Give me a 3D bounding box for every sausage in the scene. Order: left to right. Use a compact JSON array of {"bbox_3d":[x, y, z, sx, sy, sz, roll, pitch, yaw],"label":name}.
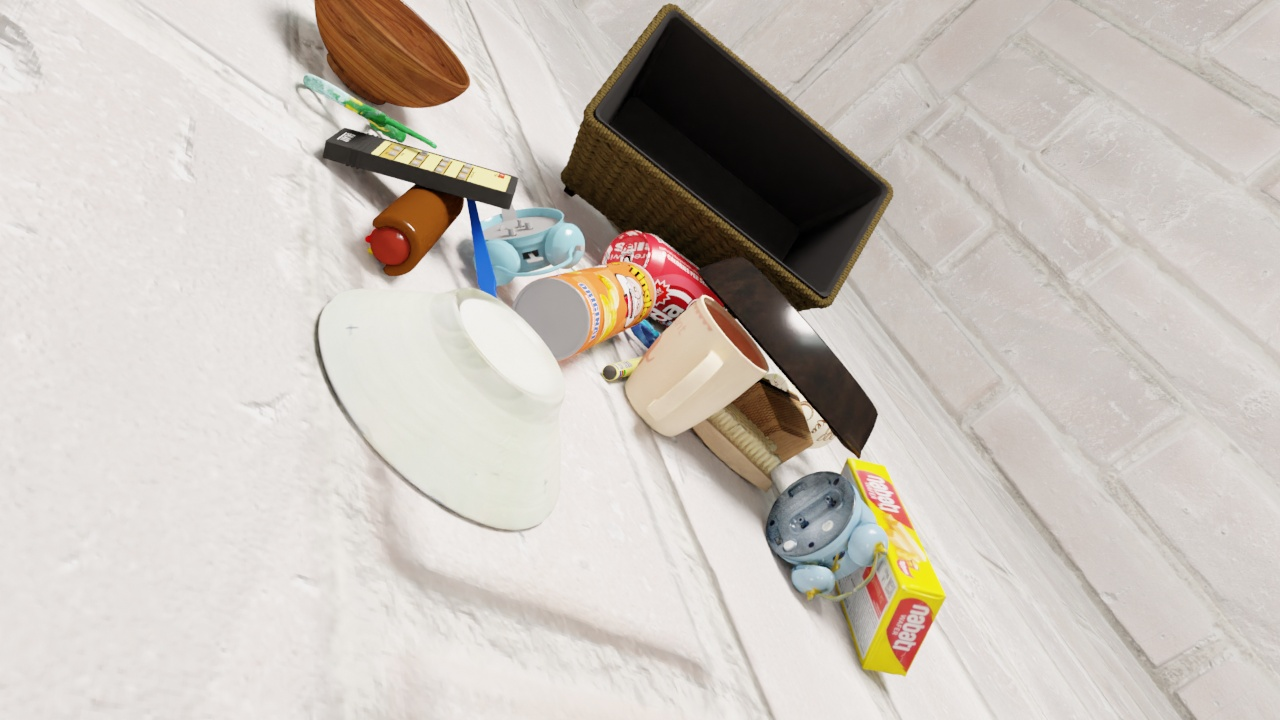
[{"bbox_3d":[-0.157,-0.099,0.646,0.040,0.040,0.155,43,17,-15],"label":"sausage"}]

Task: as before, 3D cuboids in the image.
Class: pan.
[{"bbox_3d":[0.172,0.015,0.912,0.248,0.043,0.356,53,7,37],"label":"pan"}]

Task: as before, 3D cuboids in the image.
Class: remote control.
[{"bbox_3d":[-0.157,-0.140,0.668,0.133,0.013,0.058,14,22,-10],"label":"remote control"}]

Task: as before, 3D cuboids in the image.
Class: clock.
[{"bbox_3d":[-0.089,-0.090,0.712,0.123,0.087,0.042,-130,-153,-59],"label":"clock"},{"bbox_3d":[0.161,0.152,0.787,0.051,0.089,0.124,46,14,-29],"label":"clock"}]

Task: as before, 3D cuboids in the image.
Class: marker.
[{"bbox_3d":[-0.005,0.005,0.828,0.014,0.014,0.132,51,17,8],"label":"marker"}]

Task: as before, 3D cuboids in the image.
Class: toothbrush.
[{"bbox_3d":[-0.116,-0.076,0.669,0.011,0.016,0.186,75,-1,-61],"label":"toothbrush"}]

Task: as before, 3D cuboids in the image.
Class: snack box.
[{"bbox_3d":[0.212,0.179,0.833,0.042,0.092,0.200,12,25,-7],"label":"snack box"}]

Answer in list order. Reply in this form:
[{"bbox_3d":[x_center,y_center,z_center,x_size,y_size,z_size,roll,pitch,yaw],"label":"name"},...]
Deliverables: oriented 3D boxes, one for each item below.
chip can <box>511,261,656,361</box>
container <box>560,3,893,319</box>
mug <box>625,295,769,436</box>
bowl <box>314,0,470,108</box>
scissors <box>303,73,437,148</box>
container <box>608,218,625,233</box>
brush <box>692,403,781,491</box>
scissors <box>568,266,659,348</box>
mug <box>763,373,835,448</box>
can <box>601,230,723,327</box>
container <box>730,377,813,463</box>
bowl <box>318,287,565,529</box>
[{"bbox_3d":[-0.041,-0.046,0.770,0.062,0.062,0.210,49,17,2],"label":"chip can"},{"bbox_3d":[0.078,-0.195,1.044,0.321,0.176,0.205,37,-21,-10],"label":"container"},{"bbox_3d":[0.041,0.014,0.766,0.085,0.104,0.111,47,18,-3],"label":"mug"},{"bbox_3d":[-0.224,-0.263,0.784,0.147,0.069,0.147,42,17,-17],"label":"bowl"},{"bbox_3d":[-0.208,-0.189,0.692,0.119,0.012,0.129,28,0,-21],"label":"scissors"},{"bbox_3d":[0.052,-0.158,1.225,0.187,0.071,0.145,47,17,-3],"label":"container"},{"bbox_3d":[0.087,0.070,0.868,0.117,0.039,0.049,42,20,-17],"label":"brush"},{"bbox_3d":[-0.023,-0.051,0.895,0.135,0.015,0.086,40,10,-21],"label":"scissors"},{"bbox_3d":[0.166,0.046,1.082,0.097,0.081,0.122,20,11,-43],"label":"mug"},{"bbox_3d":[0.027,-0.080,0.987,0.142,0.074,0.074,30,25,-46],"label":"can"},{"bbox_3d":[0.131,0.066,0.953,0.114,0.063,0.061,23,37,-54],"label":"container"},{"bbox_3d":[-0.093,0.009,0.529,0.176,0.058,0.176,43,18,-18],"label":"bowl"}]
